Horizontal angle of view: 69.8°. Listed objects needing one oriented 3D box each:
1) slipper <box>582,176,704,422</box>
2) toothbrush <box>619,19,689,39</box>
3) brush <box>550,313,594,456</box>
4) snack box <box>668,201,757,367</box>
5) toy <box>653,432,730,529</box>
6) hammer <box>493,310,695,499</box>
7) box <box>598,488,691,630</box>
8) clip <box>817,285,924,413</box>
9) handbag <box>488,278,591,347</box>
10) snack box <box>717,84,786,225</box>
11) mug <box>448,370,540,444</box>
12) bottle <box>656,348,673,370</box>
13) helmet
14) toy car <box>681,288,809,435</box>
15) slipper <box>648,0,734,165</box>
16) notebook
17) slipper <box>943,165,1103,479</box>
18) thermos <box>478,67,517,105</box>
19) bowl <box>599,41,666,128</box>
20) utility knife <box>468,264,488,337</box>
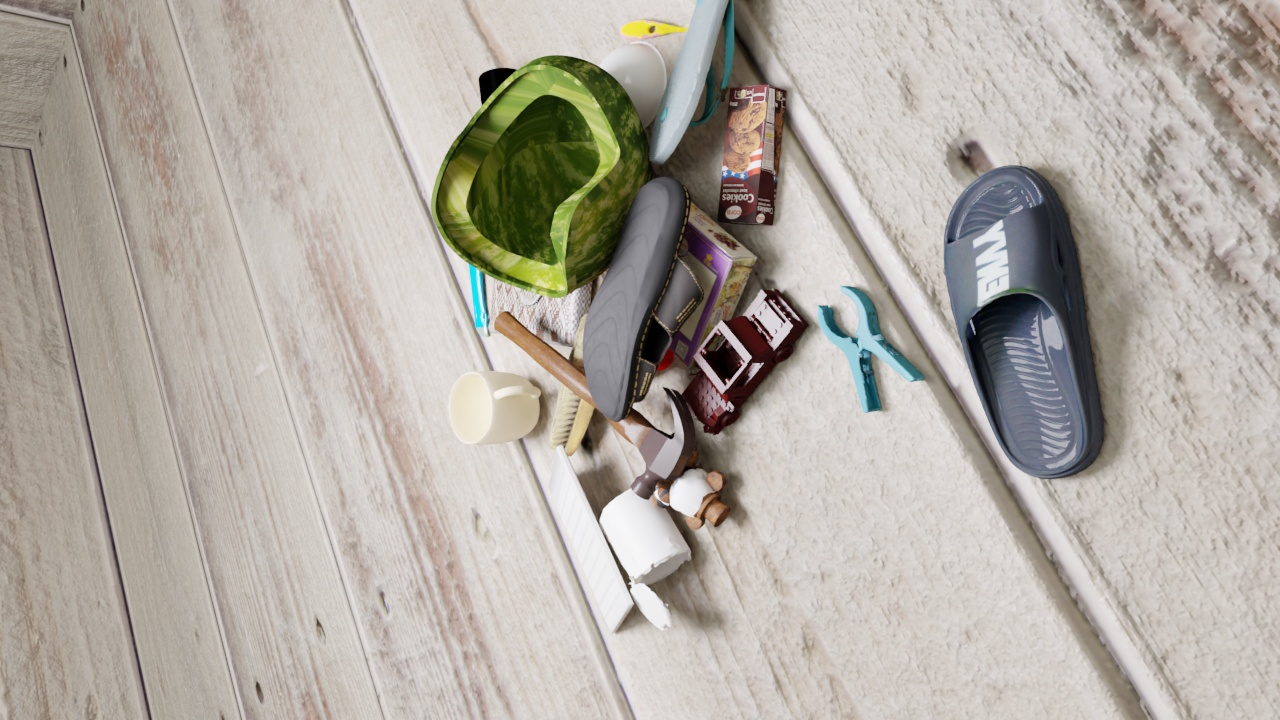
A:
[{"bbox_3d":[0.008,-0.062,0.981,0.113,0.075,0.268,35,114,49],"label":"slipper"},{"bbox_3d":[0.021,-0.387,1.072,0.136,0.016,0.021,17,108,42],"label":"toothbrush"},{"bbox_3d":[-0.074,0.027,1.141,0.059,0.043,0.195,-113,38,-71],"label":"brush"},{"bbox_3d":[0.046,-0.093,1.022,0.143,0.040,0.148,47,132,32],"label":"snack box"},{"bbox_3d":[0.054,0.140,1.031,0.112,0.067,0.087,37,116,27],"label":"toy"},{"bbox_3d":[-0.065,0.030,1.073,0.323,0.033,0.115,36,102,32],"label":"hammer"},{"bbox_3d":[0.012,0.228,1.052,0.166,0.092,0.083,55,147,25],"label":"box"},{"bbox_3d":[0.226,-0.024,0.882,0.114,0.028,0.127,-51,58,29],"label":"clip"},{"bbox_3d":[-0.138,-0.088,1.213,0.186,0.046,0.124,11,99,43],"label":"handbag"},{"bbox_3d":[0.118,-0.216,0.974,0.051,0.031,0.141,11,99,43],"label":"snack box"},{"bbox_3d":[-0.180,0.059,1.221,0.120,0.099,0.096,-28,70,39],"label":"mug"},{"bbox_3d":[-0.006,0.006,1.093,0.119,0.036,0.036,-26,73,53],"label":"bottle"},{"bbox_3d":[-0.096,-0.206,1.041,0.213,0.243,0.246,18,76,15],"label":"helmet"},{"bbox_3d":[0.100,0.005,0.977,0.070,0.061,0.170,54,125,28],"label":"toy car"},{"bbox_3d":[0.077,-0.334,0.979,0.098,0.054,0.269,-154,81,-73],"label":"slipper"},{"bbox_3d":[-0.066,0.222,1.131,0.209,0.009,0.143,63,159,22],"label":"notebook"},{"bbox_3d":[0.307,-0.030,0.767,0.111,0.083,0.268,-17,81,45],"label":"slipper"},{"bbox_3d":[-0.174,-0.270,1.232,0.061,0.061,0.231,-12,83,43],"label":"thermos"},{"bbox_3d":[-0.023,-0.330,1.099,0.110,0.040,0.110,2,92,44],"label":"bowl"},{"bbox_3d":[-0.238,-0.135,1.328,0.031,0.015,0.205,-5,91,43],"label":"utility knife"}]
